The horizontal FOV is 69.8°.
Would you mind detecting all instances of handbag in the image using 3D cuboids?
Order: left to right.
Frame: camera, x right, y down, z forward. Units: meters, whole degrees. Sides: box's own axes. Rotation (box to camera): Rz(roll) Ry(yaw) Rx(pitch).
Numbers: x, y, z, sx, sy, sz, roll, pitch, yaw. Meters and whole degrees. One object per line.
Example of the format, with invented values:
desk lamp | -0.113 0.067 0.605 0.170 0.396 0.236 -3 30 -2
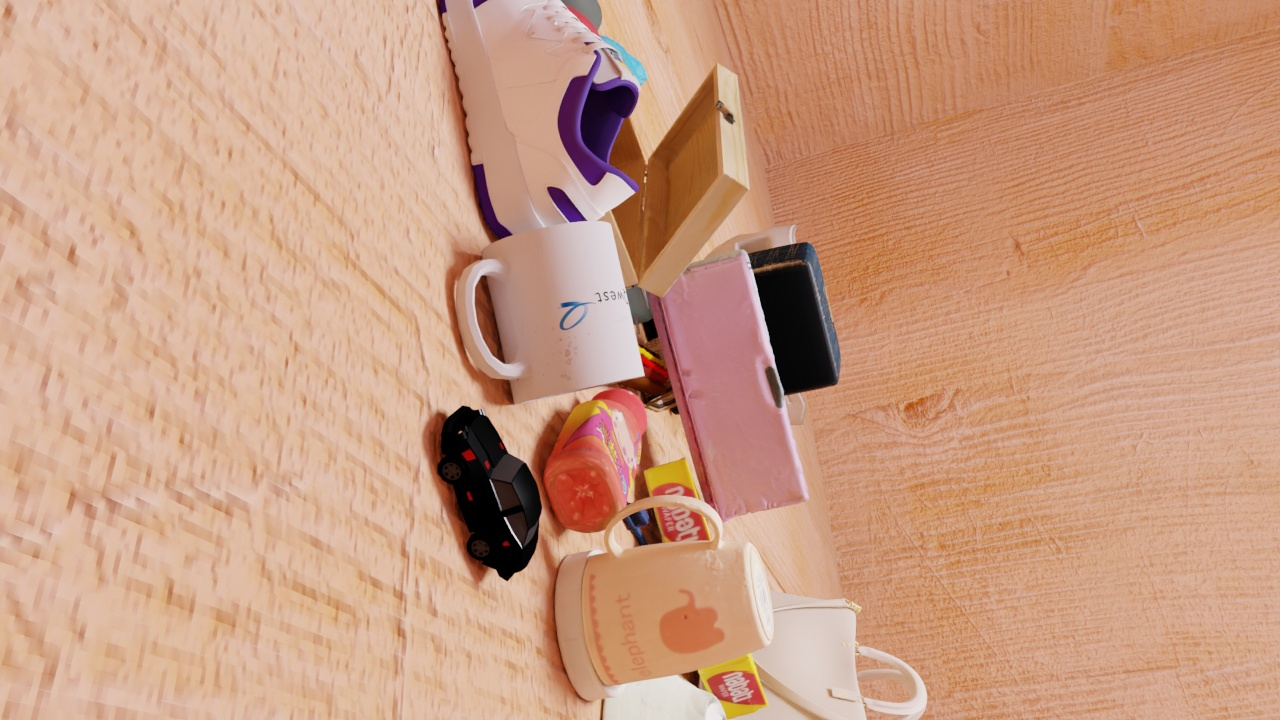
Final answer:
handbag | 0.154 0.289 0.828 0.194 0.198 0.101 -73 162 -63

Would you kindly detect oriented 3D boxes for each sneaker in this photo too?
sneaker | -0.060 -0.201 0.621 0.091 0.111 0.244 26 53 -72

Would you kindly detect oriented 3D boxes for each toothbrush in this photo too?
toothbrush | 0.022 0.187 0.792 0.016 0.017 0.190 -86 158 -52

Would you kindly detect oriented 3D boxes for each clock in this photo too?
clock | -0.014 -0.073 0.857 0.123 0.042 0.087 -86 159 -65

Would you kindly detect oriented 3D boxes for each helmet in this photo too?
helmet | 0.171 -0.040 1.243 0.282 0.184 0.223 56 30 -40

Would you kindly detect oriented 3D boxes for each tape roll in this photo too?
tape roll | -0.030 0.171 0.598 0.094 0.019 0.094 -13 90 -76

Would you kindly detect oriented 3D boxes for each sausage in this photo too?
sausage | -0.005 0.005 0.809 0.155 0.040 0.040 26 52 -73

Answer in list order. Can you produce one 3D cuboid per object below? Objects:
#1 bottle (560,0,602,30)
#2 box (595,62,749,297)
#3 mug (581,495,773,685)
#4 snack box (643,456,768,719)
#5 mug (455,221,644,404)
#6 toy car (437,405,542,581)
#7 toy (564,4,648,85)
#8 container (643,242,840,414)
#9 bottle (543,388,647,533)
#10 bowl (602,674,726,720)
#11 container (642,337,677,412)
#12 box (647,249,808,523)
bottle | -0.076 -0.321 0.778 0.108 0.060 0.060 55 26 -57
box | 0.002 -0.171 0.812 0.248 0.179 0.142 -85 177 -53
mug | 0.022 0.138 0.570 0.085 0.104 0.111 -37 114 -76
snack box | 0.051 0.185 0.765 0.200 0.042 0.092 -107 177 -46
mug | -0.060 -0.026 0.558 0.119 0.083 0.096 -11 88 -47
toy car | -0.075 0.066 0.477 0.042 0.036 0.092 -63 138 -69
toy | -0.051 -0.249 0.750 0.132 0.062 0.092 -2 58 -47
container | 0.106 -0.031 0.972 0.071 0.188 0.145 -62 137 -64
bottle | -0.027 0.064 0.645 0.134 0.048 0.071 -67 141 -68
bowl | 0.030 0.285 0.650 0.176 0.058 0.176 -13 90 -76
container | 0.051 0.000 0.909 0.061 0.114 0.063 67 11 14
box | 0.081 0.023 0.810 0.080 0.099 0.232 -7 -83 65
